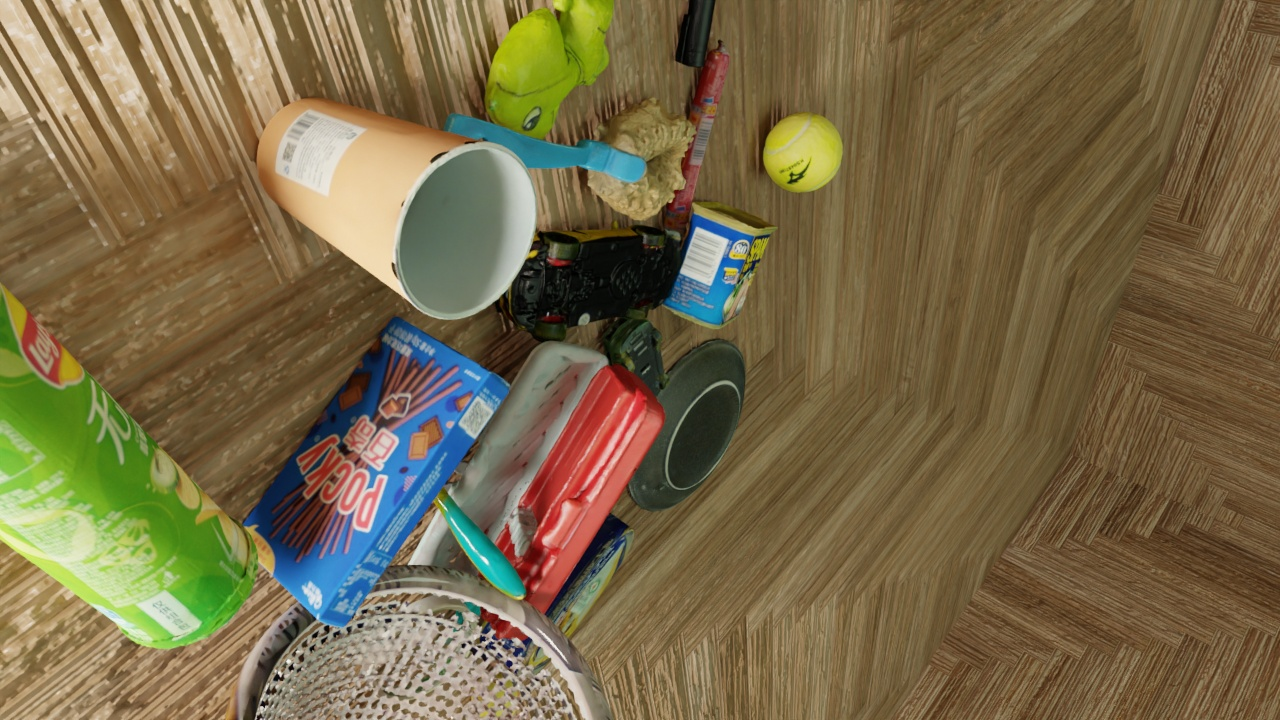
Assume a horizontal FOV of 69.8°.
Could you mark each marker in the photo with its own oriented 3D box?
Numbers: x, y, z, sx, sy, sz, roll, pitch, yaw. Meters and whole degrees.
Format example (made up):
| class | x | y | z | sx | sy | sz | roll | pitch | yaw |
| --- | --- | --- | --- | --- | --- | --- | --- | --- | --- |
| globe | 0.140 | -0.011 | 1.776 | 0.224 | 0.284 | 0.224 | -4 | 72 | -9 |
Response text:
| class | x | y | z | sx | sy | sz | roll | pitch | yaw |
| --- | --- | --- | --- | --- | --- | --- | --- | --- | --- |
| marker | 0.044 | -0.264 | 0.610 | 0.022 | 0.020 | 0.132 | -3 | 121 | -21 |

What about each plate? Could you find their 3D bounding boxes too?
| class | x | y | z | sx | sy | sz | roll | pitch | yaw |
| --- | --- | --- | --- | --- | --- | --- | --- | --- | --- |
| plate | 0.053 | 0.067 | 0.866 | 0.179 | 0.024 | 0.180 | -35 | 140 | -37 |

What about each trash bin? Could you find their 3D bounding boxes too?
| class | x | y | z | sx | sy | sz | roll | pitch | yaw |
| --- | --- | --- | --- | --- | --- | --- | --- | --- | --- |
| trash bin | -0.152 | 0.271 | 0.555 | 0.226 | 0.227 | 0.193 | -16 | 147 | -50 |

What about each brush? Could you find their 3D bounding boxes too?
| class | x | y | z | sx | sy | sz | roll | pitch | yaw |
| --- | --- | --- | --- | --- | --- | --- | --- | --- | --- |
| brush | -0.034 | -0.123 | 0.549 | 0.254 | 0.046 | 0.083 | -19 | 136 | -62 |

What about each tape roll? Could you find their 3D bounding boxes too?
| class | x | y | z | sx | sy | sz | roll | pitch | yaw |
| --- | --- | --- | --- | --- | --- | --- | --- | --- | --- |
| tape roll | -0.159 | 0.209 | 0.667 | 0.085 | 0.014 | 0.086 | -25 | 132 | -31 |

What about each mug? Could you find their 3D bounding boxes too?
| class | x | y | z | sx | sy | sz | roll | pitch | yaw |
| --- | --- | --- | --- | --- | --- | --- | --- | --- | --- |
| mug | -0.118 | -0.077 | 0.420 | 0.078 | 0.123 | 0.078 | -35 | 139 | -38 |

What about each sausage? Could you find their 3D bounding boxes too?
| class | x | y | z | sx | sy | sz | roll | pitch | yaw |
| --- | --- | --- | --- | --- | --- | --- | --- | --- | --- |
| sausage | 0.040 | -0.158 | 0.682 | 0.020 | 0.020 | 0.156 | -14 | 125 | -50 |

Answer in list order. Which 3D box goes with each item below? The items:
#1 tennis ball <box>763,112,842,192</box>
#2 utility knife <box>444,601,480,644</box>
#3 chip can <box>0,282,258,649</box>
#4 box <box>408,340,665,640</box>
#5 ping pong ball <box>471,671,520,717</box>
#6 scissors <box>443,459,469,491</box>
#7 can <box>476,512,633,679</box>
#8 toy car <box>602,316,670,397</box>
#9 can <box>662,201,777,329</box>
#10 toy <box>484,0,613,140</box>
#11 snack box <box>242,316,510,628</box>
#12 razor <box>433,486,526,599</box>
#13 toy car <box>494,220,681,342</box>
| class | x | y | z | sx | sy | sz | roll | pitch | yaw |
| --- | --- | --- | --- | --- | --- | --- | --- | --- | --- |
| tennis ball | 0.135 | -0.173 | 0.764 | 0.065 | 0.065 | 0.066 | -34 | 139 | -37 |
| utility knife | -0.105 | 0.151 | 0.698 | 0.164 | 0.013 | 0.029 | -58 | 148 | 8 |
| chip can | -0.242 | 0.046 | 0.383 | 0.072 | 0.073 | 0.221 | -46 | 144 | -25 |
| box | -0.081 | 0.083 | 0.622 | 0.098 | 0.095 | 0.202 | 25 | 104 | -29 |
| ping pong ball | -0.120 | 0.280 | 0.762 | 0.040 | 0.040 | 0.040 | -34 | 139 | -37 |
| scissors | -0.102 | 0.099 | 0.681 | 0.170 | 0.012 | 0.141 | -25 | 133 | -42 |
| can | -0.067 | 0.183 | 0.745 | 0.148 | 0.049 | 0.075 | -52 | 158 | -13 |
| toy car | -0.004 | 0.004 | 0.725 | 0.043 | 0.036 | 0.091 | -46 | 144 | -27 |
| can | 0.061 | -0.076 | 0.722 | 0.083 | 0.057 | 0.102 | -70 | 167 | 16 |
| toy | -0.054 | -0.171 | 0.527 | 0.099 | 0.031 | 0.097 | -36 | 147 | -39 |
| snack box | -0.150 | 0.058 | 0.511 | 0.157 | 0.084 | 0.026 | -57 | 148 | -10 |
| razor | -0.115 | 0.099 | 0.585 | 0.043 | 0.028 | 0.132 | -40 | 99 | -36 |
| toy car | -0.032 | -0.058 | 0.633 | 0.155 | 0.041 | 0.071 | -14 | 125 | -44 |
